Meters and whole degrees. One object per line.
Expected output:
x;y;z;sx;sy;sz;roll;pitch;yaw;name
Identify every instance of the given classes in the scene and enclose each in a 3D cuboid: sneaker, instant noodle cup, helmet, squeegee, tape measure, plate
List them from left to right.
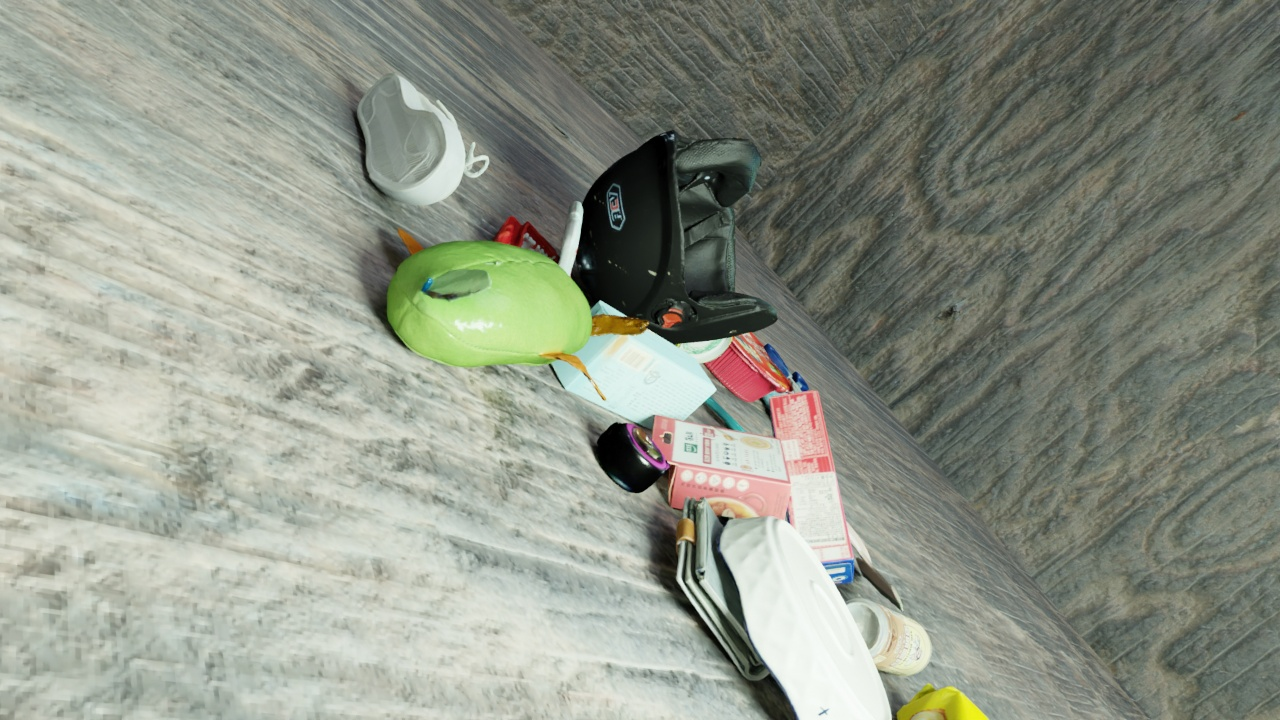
-0.203;-0.193;0.871;0.090;0.089;0.242;40;8;-40;sneaker
-0.006;0.079;0.763;0.057;0.039;0.057;35;18;-38;tape measure
0.033;-0.134;1.061;0.274;0.231;0.233;39;43;-60;helmet
0.070;-0.064;1.267;0.111;0.112;0.123;31;29;-47;instant noodle cup
0.143;-0.006;1.382;0.194;0.066;0.193;43;16;-15;instant noodle cup
0.186;0.165;1.032;0.249;0.040;0.247;40;0;6;squeegee
0.131;0.208;0.707;0.205;0.046;0.204;56;13;-20;plate

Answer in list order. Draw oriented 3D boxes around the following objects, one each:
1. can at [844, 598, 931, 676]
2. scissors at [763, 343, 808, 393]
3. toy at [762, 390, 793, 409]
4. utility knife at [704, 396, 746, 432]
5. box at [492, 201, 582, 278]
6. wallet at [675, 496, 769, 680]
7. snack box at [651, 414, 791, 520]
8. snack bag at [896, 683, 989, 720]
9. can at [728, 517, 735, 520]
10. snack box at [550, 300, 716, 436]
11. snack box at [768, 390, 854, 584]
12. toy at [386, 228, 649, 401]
0.236;0.271;0.895;0.116;0.059;0.058;32;20;-45;can
0.231;0.034;1.373;0.163;0.012;0.162;24;28;-58;scissors
0.234;0.081;1.441;0.161;0.050;0.156;52;16;2;toy
0.113;0.079;1.166;0.187;0.013;0.029;45;12;-14;utility knife
-0.092;-0.115;0.934;0.095;0.099;0.201;43;14;-16;box
0.059;0.170;0.711;0.106;0.037;0.129;55;13;-13;wallet
0.069;0.100;0.848;0.127;0.044;0.113;10;17;1;snack box
0.285;0.372;0.744;0.158;0.068;0.246;48;15;5;snack bag
0.114;0.137;0.925;0.053;0.053;0.134;44;14;-9;can
-0.005;0.012;0.881;0.174;0.074;0.051;30;22;-49;snack box
0.174;0.131;0.953;0.057;0.058;0.207;76;8;-50;snack box
-0.105;-0.042;0.710;0.227;0.090;0.246;33;16;20;toy
